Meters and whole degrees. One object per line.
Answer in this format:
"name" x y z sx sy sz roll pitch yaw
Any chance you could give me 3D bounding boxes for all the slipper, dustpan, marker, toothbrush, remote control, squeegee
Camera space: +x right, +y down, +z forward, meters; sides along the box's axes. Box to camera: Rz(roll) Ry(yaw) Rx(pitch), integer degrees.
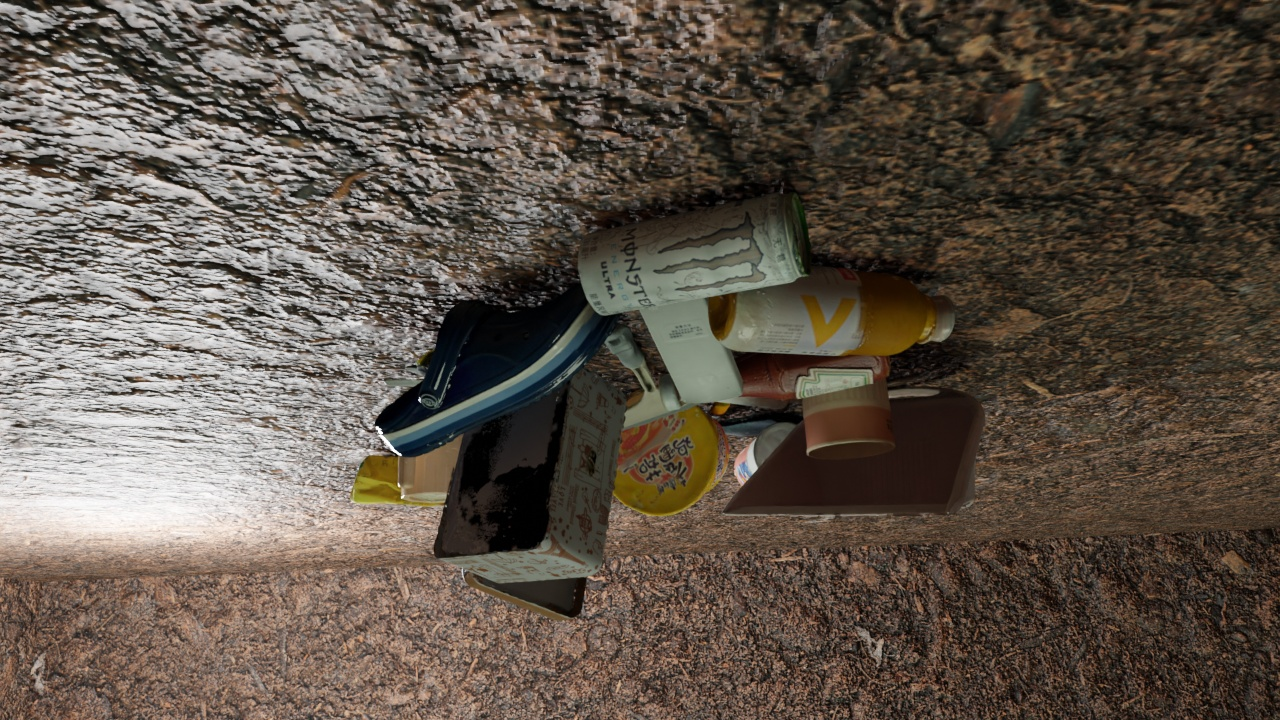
"slipper" -0.127 -0.005 0.745 0.253 0.104 0.095 -28 110 28
"dustpan" 0.229 0.085 0.934 0.223 0.138 0.273 -6 171 30
"marker" 0.091 0.062 1.106 0.018 0.015 0.124 0 165 -3
"toothbrush" 0.130 0.036 0.954 0.220 0.026 0.026 9 124 -48
"remote control" 0.044 -0.013 0.765 0.056 0.019 0.135 -9 137 18
"squeegee" -0.005 0.005 0.870 0.246 0.039 0.246 -19 158 6

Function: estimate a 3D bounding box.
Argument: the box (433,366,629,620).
"box" -0.070 0.128 0.839 0.157 0.182 0.193 -14 145 36

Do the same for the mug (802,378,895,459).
"mug" 0.192 0.040 0.891 0.081 0.105 0.115 2 162 -13

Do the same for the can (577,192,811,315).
"can" 0.035 -0.069 0.604 0.147 0.058 0.058 -9 162 21

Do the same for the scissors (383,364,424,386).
"scissors" -0.175 0.029 0.962 0.170 0.019 0.179 -2 164 -4

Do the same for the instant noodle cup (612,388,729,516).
"instant noodle cup" 0.037 0.105 1.050 0.138 0.138 0.109 -9 173 20

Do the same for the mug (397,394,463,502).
"mug" -0.239 0.102 1.044 0.084 0.103 0.124 -6 163 12

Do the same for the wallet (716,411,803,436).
"wallet" 0.141 0.081 1.145 0.097 0.019 0.120 -13 166 30

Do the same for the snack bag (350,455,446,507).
"snack bag" -0.299 0.164 1.244 0.158 0.068 0.247 3 173 -10

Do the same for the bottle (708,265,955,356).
"bottle" 0.149 -0.037 0.703 0.189 0.068 0.068 3 162 -15

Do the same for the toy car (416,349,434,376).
"toy car" -0.154 0.001 0.847 0.105 0.032 0.048 -2 162 1

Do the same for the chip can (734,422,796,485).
"chip can" 0.164 0.127 1.160 0.071 0.071 0.215 -2 169 -1

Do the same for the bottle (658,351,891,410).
"bottle" 0.118 0.009 0.831 0.206 0.059 0.060 -12 161 12
